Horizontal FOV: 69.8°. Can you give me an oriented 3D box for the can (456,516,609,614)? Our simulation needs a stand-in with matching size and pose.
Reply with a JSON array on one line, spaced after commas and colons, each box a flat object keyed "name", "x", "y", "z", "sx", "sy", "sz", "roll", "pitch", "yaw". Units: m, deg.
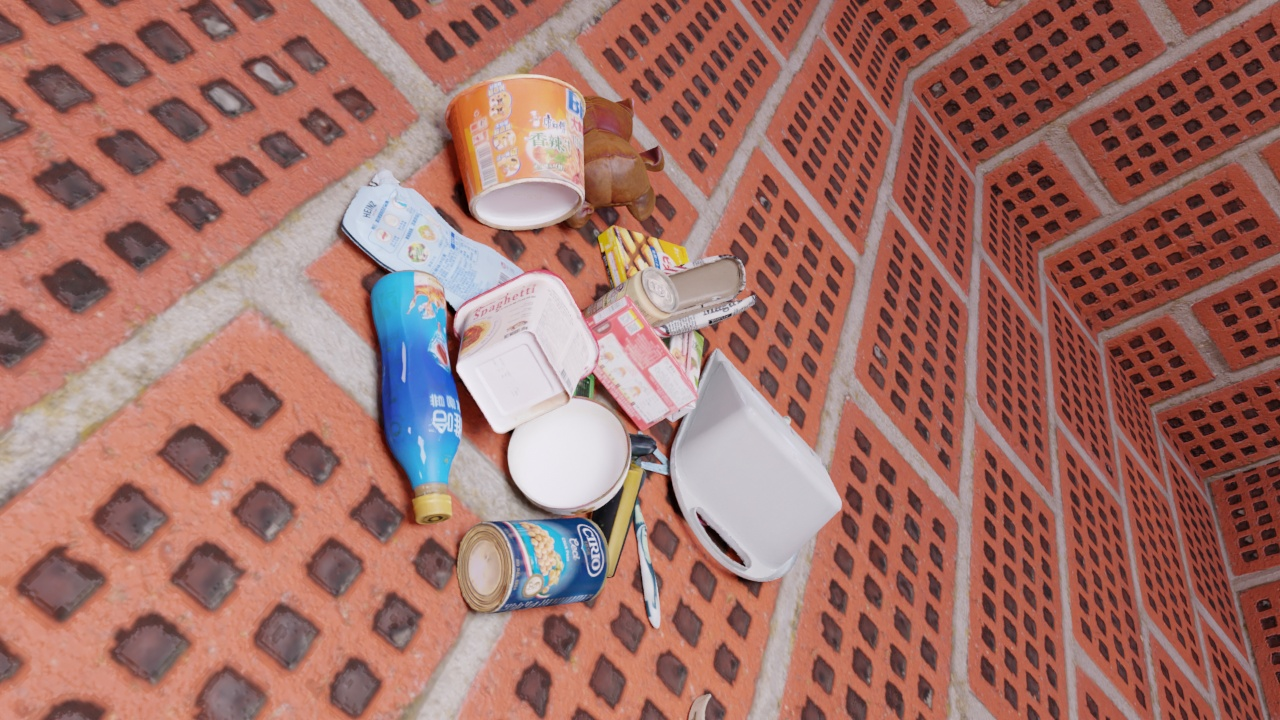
[{"name": "can", "x": -0.091, "y": 0.172, "z": 0.780, "sx": 0.111, "sy": 0.075, "sz": 0.075, "roll": 8, "pitch": 59, "yaw": -46}]

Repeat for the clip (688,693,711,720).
[{"name": "clip", "x": 0.051, "y": 0.354, "z": 0.855, "sx": 0.100, "sy": 0.035, "sz": 0.071, "roll": -17, "pitch": 77, "yaw": -58}]

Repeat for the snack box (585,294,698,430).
[{"name": "snack box", "x": -0.006, "y": 0.006, "z": 0.968, "sx": 0.153, "sy": 0.075, "sz": 0.025, "roll": 52, "pitch": 11, "yaw": -37}]

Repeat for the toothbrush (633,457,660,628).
[{"name": "toothbrush", "x": 0.004, "y": 0.177, "z": 0.939, "sx": 0.016, "sy": 0.018, "sz": 0.191, "roll": 18, "pitch": 52, "yaw": -42}]

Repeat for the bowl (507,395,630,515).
[{"name": "bowl", "x": -0.063, "y": 0.097, "z": 0.862, "sx": 0.062, "sy": 0.113, "sz": 0.113, "roll": 82, "pitch": 2, "yaw": -59}]

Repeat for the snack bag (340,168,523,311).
[{"name": "snack bag", "x": -0.195, "y": -0.103, "z": 0.889, "sx": 0.191, "sy": 0.039, "sz": 0.110, "roll": 35, "pitch": 47, "yaw": -27}]

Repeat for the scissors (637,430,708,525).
[{"name": "scissors", "x": 0.045, "y": 0.122, "z": 1.032, "sx": 0.134, "sy": 0.017, "sz": 0.112, "roll": 48, "pitch": 38, "yaw": -9}]

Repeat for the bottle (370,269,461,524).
[{"name": "bottle", "x": -0.188, "y": 0.030, "z": 0.777, "sx": 0.065, "sy": 0.065, "sz": 0.218, "roll": 14, "pitch": 56, "yaw": -45}]

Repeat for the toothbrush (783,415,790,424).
[{"name": "toothbrush", "x": 0.164, "y": 0.123, "z": 1.167, "sx": 0.029, "sy": 0.020, "sz": 0.189, "roll": 22, "pitch": 36, "yaw": 12}]

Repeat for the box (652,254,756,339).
[{"name": "box", "x": 0.053, "y": -0.058, "z": 1.054, "sx": 0.087, "sy": 0.163, "sz": 0.076, "roll": -113, "pitch": -172, "yaw": -47}]

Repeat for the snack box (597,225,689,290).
[{"name": "snack box", "x": 0.013, "y": -0.111, "z": 1.147, "sx": 0.140, "sy": 0.034, "sz": 0.086, "roll": 11, "pitch": 57, "yaw": -48}]

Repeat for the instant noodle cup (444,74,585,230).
[{"name": "instant noodle cup", "x": -0.125, "y": -0.212, "z": 0.966, "sx": 0.151, "sy": 0.152, "sz": 0.111, "roll": 8, "pitch": 67, "yaw": -47}]

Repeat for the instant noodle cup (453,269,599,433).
[{"name": "instant noodle cup", "x": -0.106, "y": -0.004, "z": 0.822, "sx": 0.117, "sy": 0.116, "sz": 0.124, "roll": 62, "pitch": 10, "yaw": -20}]

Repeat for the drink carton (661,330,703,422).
[{"name": "drink carton", "x": 0.042, "y": 0.007, "z": 1.083, "sx": 0.053, "sy": 0.046, "sz": 0.122, "roll": 38, "pitch": 40, "yaw": -24}]

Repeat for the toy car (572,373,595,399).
[{"name": "toy car", "x": -0.069, "y": 0.024, "z": 0.949, "sx": 0.043, "sy": 0.036, "sz": 0.091, "roll": 28, "pitch": 42, "yaw": -34}]

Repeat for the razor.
[{"name": "razor", "x": -0.027, "y": 0.139, "z": 0.902, "sx": 0.068, "sy": 0.062, "sz": 0.167, "roll": 68, "pitch": 27, "yaw": -46}]

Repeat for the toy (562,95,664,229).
[{"name": "toy", "x": -0.049, "y": -0.243, "z": 1.098, "sx": 0.140, "sy": 0.131, "sz": 0.199, "roll": -9, "pitch": 53, "yaw": -12}]

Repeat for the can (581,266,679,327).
[{"name": "can", "x": -0.018, "y": -0.050, "z": 0.992, "sx": 0.058, "sy": 0.117, "sz": 0.058, "roll": 29, "pitch": 45, "yaw": -35}]

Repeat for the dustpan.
[{"name": "dustpan", "x": 0.123, "y": 0.133, "z": 1.088, "sx": 0.222, "sy": 0.143, "sz": 0.257, "roll": 46, "pitch": 7, "yaw": -11}]
